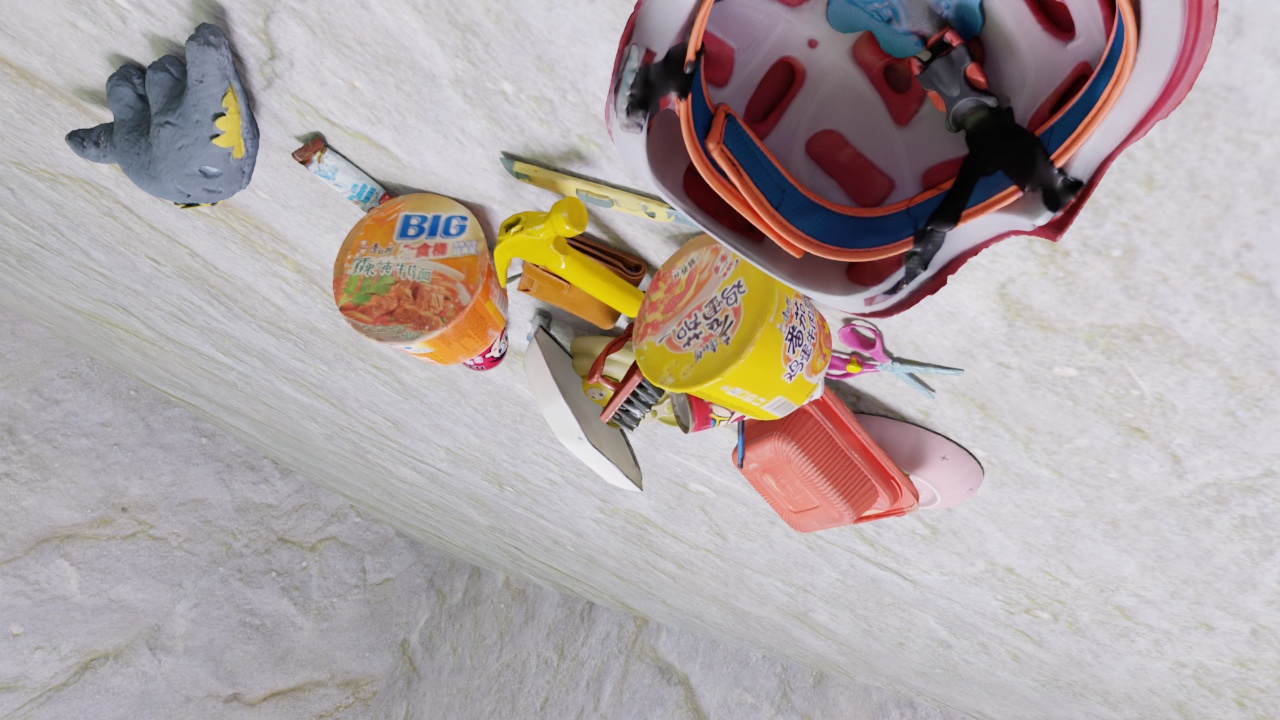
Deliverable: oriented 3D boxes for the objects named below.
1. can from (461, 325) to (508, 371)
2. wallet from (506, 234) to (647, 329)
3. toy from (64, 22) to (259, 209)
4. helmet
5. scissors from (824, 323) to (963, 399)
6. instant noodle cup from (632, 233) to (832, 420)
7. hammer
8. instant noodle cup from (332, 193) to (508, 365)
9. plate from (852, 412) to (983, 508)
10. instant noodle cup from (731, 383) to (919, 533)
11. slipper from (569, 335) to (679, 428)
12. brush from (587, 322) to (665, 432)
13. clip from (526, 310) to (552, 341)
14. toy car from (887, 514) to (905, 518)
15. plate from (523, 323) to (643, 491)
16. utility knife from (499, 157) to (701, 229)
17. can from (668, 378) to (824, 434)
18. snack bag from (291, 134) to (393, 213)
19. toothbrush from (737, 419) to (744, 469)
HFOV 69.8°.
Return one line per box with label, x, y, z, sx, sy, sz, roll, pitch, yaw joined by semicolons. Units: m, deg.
can;-0.186;-0.032;1.044;0.066;0.066;0.094;20;158;7
wallet;-0.064;-0.081;0.866;0.119;0.035;0.131;19;158;-7
toy;-0.427;-0.206;0.842;0.357;0.091;0.138;-2;136;42
helmet;0.110;-0.147;0.400;0.207;0.143;0.241;30;143;-20
scissors;0.214;0.001;0.807;0.133;0.017;0.130;5;150;27
instant noodle cup;0.081;-0.021;0.739;0.138;0.138;0.109;-1;158;45
hammer;-0.004;-0.049;0.814;0.129;0.032;0.300;-13;149;43
instant noodle cup;-0.200;-0.068;0.881;0.151;0.151;0.111;16;166;16
plate;0.267;0.118;0.993;0.192;0.039;0.193;19;158;8
instant noodle cup;0.173;0.108;0.940;0.189;0.079;0.165;47;154;-1
slipper;-0.005;0.040;1.022;0.092;0.081;0.190;-4;149;43
brush;-0.005;0.005;0.890;0.069;0.145;0.063;37;116;-3
clip;-0.111;-0.038;1.023;0.027;0.043;0.058;27;150;-1
toy car;0.249;0.156;1.003;0.049;0.031;0.107;32;155;-25
plate;-0.065;0.063;1.031;0.034;0.162;0.266;-28;152;6
utility knife;-0.024;-0.132;0.733;0.190;0.020;0.031;13;163;11
can;0.097;0.026;0.835;0.132;0.053;0.053;-13;164;-14
snack bag;-0.275;-0.169;0.867;0.048;0.026;0.104;-16;139;37
toothbrush;0.096;0.033;0.887;0.016;0.014;0.190;14;129;23
